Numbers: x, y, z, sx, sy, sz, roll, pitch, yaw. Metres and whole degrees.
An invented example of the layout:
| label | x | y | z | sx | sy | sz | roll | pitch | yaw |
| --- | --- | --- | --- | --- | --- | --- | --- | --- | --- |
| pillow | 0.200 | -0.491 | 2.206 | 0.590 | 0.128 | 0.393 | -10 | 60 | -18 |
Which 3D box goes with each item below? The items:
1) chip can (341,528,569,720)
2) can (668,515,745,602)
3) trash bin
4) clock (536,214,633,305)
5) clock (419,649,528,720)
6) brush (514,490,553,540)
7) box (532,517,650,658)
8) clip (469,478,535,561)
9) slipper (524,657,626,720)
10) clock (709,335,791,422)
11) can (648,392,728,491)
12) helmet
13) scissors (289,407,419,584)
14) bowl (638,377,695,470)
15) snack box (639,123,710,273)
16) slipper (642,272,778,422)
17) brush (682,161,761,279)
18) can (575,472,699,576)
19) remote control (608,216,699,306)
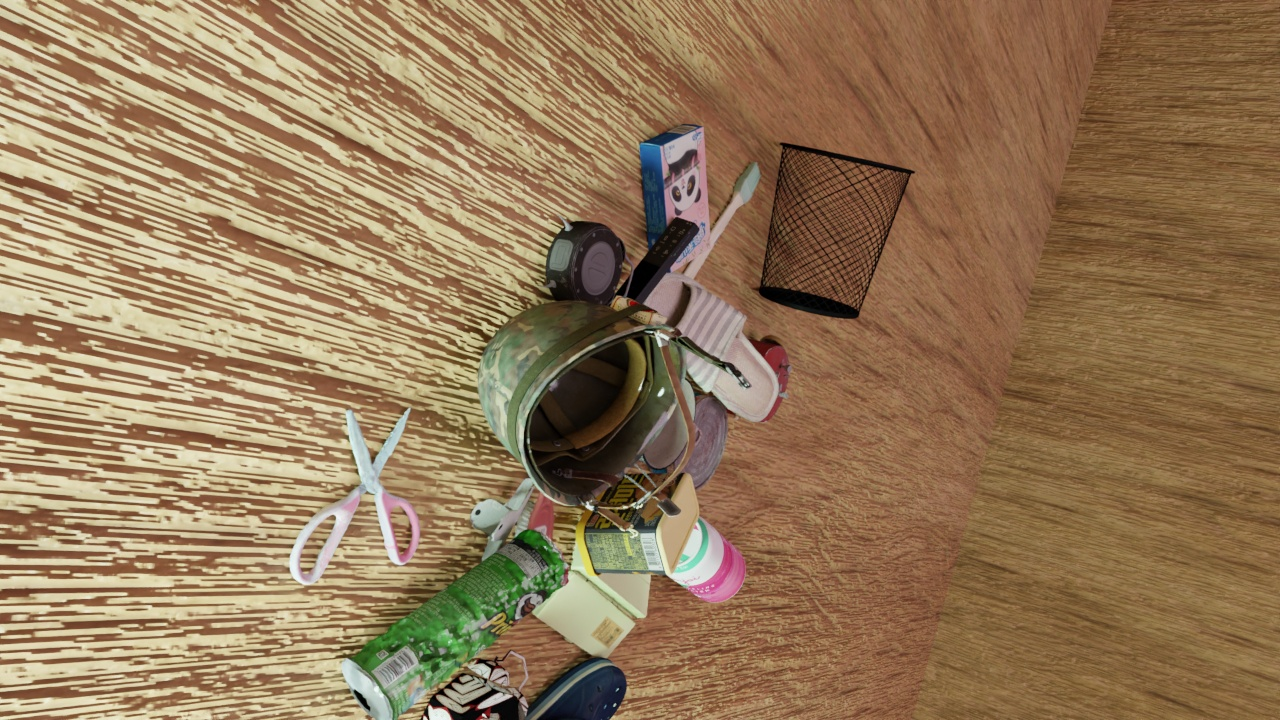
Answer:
| label | x | y | z | sx | sy | sz | roll | pitch | yaw |
| --- | --- | --- | --- | --- | --- | --- | --- | --- | --- |
| chip can | -0.170 | 0.248 | 0.869 | 0.222 | 0.075 | 0.075 | -33 | 128 | -37 |
| can | 0.079 | 0.269 | 1.253 | 0.088 | 0.088 | 0.166 | -64 | 145 | -16 |
| trash bin | 0.260 | -0.178 | 1.275 | 0.183 | 0.184 | 0.210 | -8 | 115 | -55 |
| clock | -0.057 | -0.097 | 0.948 | 0.122 | 0.044 | 0.091 | 18 | 87 | -57 |
| clock | -0.163 | 0.377 | 0.959 | 0.154 | 0.065 | 0.115 | -50 | 139 | -32 |
| brush | -0.111 | 0.155 | 0.981 | 0.040 | 0.030 | 0.172 | -2 | 104 | -54 |
| box | -0.048 | 0.284 | 1.116 | 0.140 | 0.048 | 0.188 | -58 | 143 | -20 |
| clip | -0.146 | 0.162 | 0.933 | 0.101 | 0.041 | 0.054 | -63 | 153 | -1 |
| slipper | -0.096 | 0.449 | 1.065 | 0.252 | 0.095 | 0.105 | -25 | 120 | -46 |
| clock | 0.172 | 0.024 | 1.301 | 0.158 | 0.081 | 0.117 | -24 | 122 | -50 |
| can | 0.063 | 0.105 | 1.206 | 0.129 | 0.044 | 0.130 | -26 | 124 | -49 |
| helmet | -0.030 | 0.041 | 0.861 | 0.224 | 0.236 | 0.193 | 7 | 112 | -42 |
| scissors | -0.243 | 0.124 | 0.788 | 0.167 | 0.014 | 0.171 | -37 | 132 | -44 |
| bowl | 0.011 | 0.068 | 1.100 | 0.115 | 0.059 | 0.116 | -26 | 124 | -49 |
| snack box | 0.042 | -0.188 | 1.069 | 0.087 | 0.033 | 0.154 | -36 | 130 | -42 |
| slipper | 0.095 | -0.011 | 1.145 | 0.272 | 0.054 | 0.114 | 40 | 66 | -37 |
| brush | 0.103 | -0.172 | 1.187 | 0.217 | 0.012 | 0.033 | -57 | 144 | -22 |
| can | 0.000 | 0.186 | 1.057 | 0.130 | 0.101 | 0.072 | -55 | 136 | -56 |
| remote control | 0.009 | -0.097 | 1.021 | 0.150 | 0.034 | 0.013 | -52 | 133 | -8 |
